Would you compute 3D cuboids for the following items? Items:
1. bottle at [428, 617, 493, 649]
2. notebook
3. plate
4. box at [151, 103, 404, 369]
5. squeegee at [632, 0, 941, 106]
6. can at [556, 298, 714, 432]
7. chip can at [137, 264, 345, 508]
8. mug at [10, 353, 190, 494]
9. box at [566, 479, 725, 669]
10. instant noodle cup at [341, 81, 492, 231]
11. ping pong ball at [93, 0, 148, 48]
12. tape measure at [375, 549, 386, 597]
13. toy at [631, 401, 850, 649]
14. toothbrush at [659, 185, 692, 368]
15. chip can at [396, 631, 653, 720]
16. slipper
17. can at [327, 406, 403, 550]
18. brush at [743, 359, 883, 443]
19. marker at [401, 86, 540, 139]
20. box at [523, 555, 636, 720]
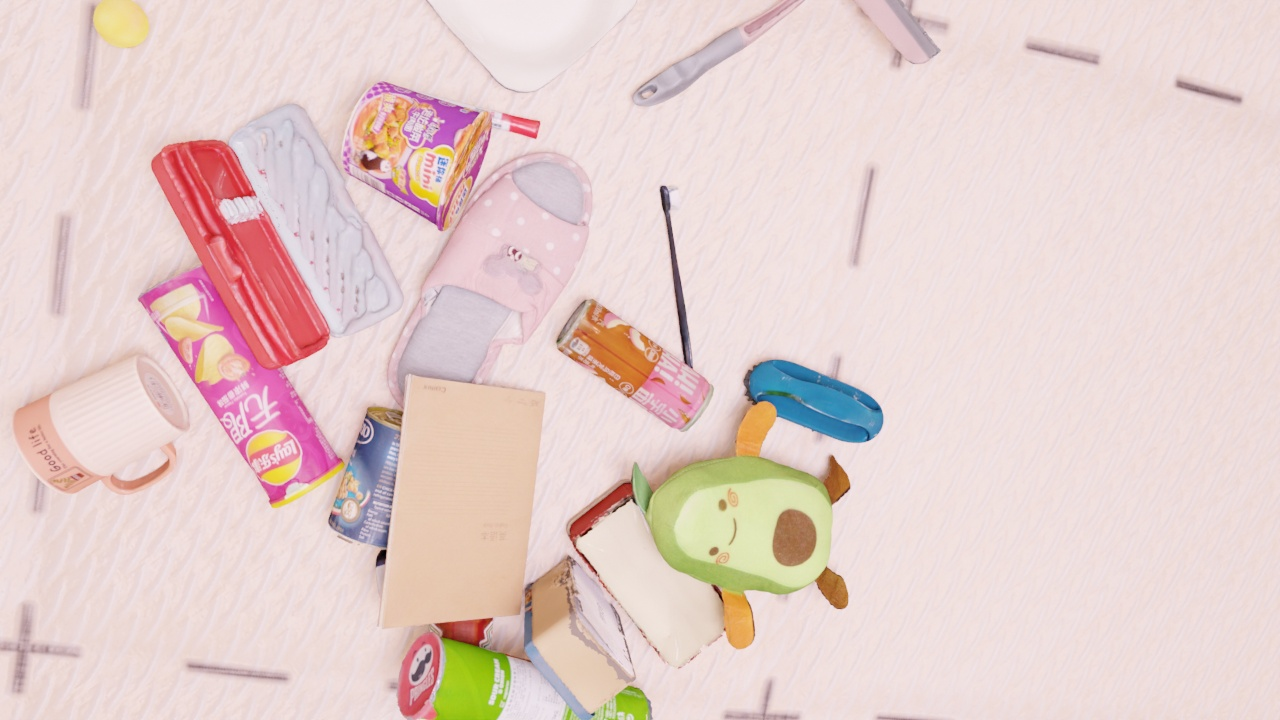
[{"bbox_3d":[-0.166,0.221,0.855,0.059,0.060,0.206,3,96,-10],"label":"bottle"},{"bbox_3d":[-0.154,0.125,0.815,0.149,0.012,0.211,10,85,-45],"label":"notebook"},{"bbox_3d":[-0.102,-0.337,0.814,0.164,0.034,0.163,-41,101,-4],"label":"plate"},{"bbox_3d":[-0.300,-0.107,0.778,0.098,0.118,0.201,-21,100,26],"label":"box"},{"bbox_3d":[0.097,-0.306,0.850,0.249,0.040,0.247,-34,85,1],"label":"squeegee"},{"bbox_3d":[-0.005,0.005,0.857,0.147,0.058,0.058,35,90,-11],"label":"can"},{"bbox_3d":[-0.343,0.022,0.795,0.071,0.071,0.210,-30,100,-5],"label":"chip can"},{"bbox_3d":[-0.447,0.064,0.784,0.106,0.081,0.115,-28,127,-7],"label":"mug"},{"bbox_3d":[0.010,0.206,0.874,0.091,0.076,0.168,-38,100,-5],"label":"box"},{"bbox_3d":[-0.192,-0.181,0.785,0.099,0.111,0.111,25,92,-2],"label":"instant noodle cup"},{"bbox_3d":[-0.430,-0.280,0.761,0.040,0.040,0.040,-1,96,-10],"label":"ping pong ball"},{"bbox_3d":[-0.217,0.202,0.839,0.033,0.066,0.066,-15,98,-4],"label":"tape measure"},{"bbox_3d":[0.108,0.152,0.849,0.246,0.090,0.226,9,81,-28],"label":"toy"},{"bbox_3d":[0.038,-0.077,0.877,0.018,0.016,0.181,-9,97,-18],"label":"toothbrush"},{"bbox_3d":[-0.099,0.308,0.830,0.236,0.072,0.072,27,91,-32],"label":"chip can"},{"bbox_3d":[-0.136,-0.067,0.828,0.114,0.054,0.274,33,90,-11],"label":"slipper"},{"bbox_3d":[-0.226,0.106,0.822,0.075,0.075,0.111,20,93,-11],"label":"can"},{"bbox_3d":[0.172,0.040,0.884,0.144,0.073,0.055,22,85,-11],"label":"brush"},{"bbox_3d":[-0.162,-0.225,0.825,0.145,0.017,0.017,12,94,-11],"label":"marker"},{"bbox_3d":[-0.056,0.242,0.813,0.060,0.184,0.090,-38,96,-1],"label":"box"}]
